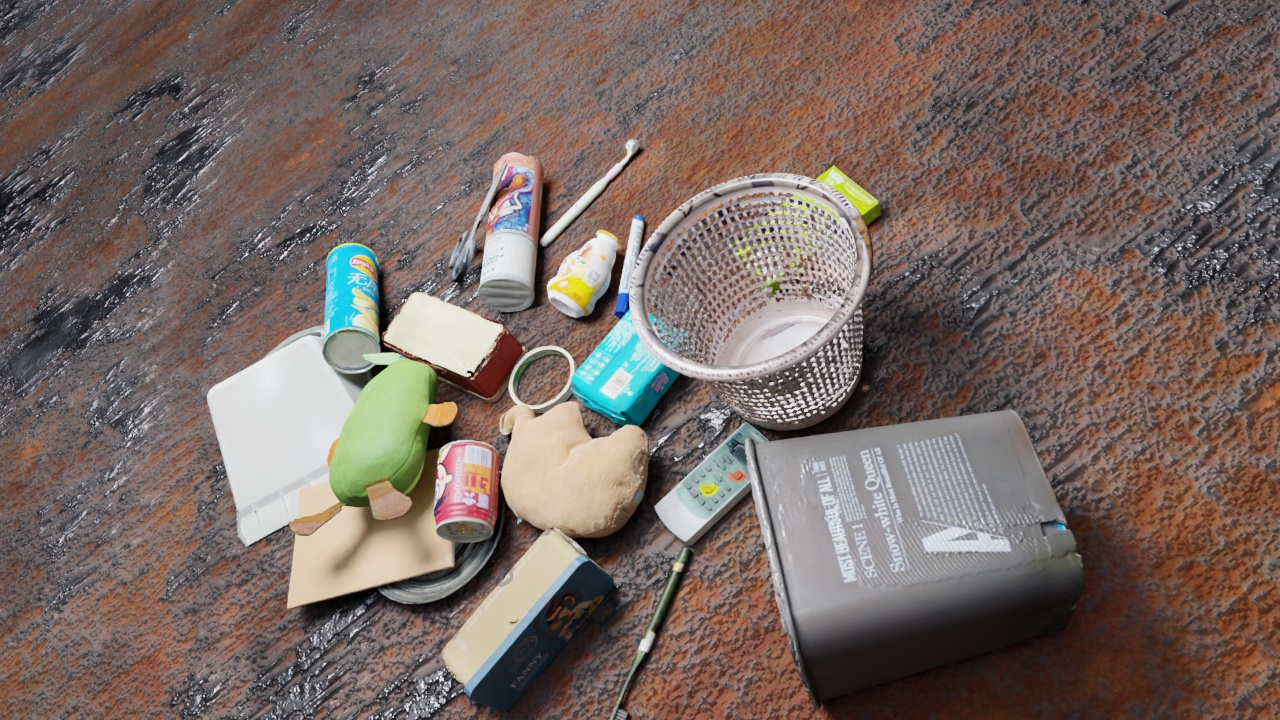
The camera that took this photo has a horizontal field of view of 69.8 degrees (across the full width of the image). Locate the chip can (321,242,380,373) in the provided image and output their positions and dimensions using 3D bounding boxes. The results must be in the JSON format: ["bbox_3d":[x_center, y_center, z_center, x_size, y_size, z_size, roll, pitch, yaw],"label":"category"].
[{"bbox_3d":[-0.377,-0.072,1.201,0.071,0.071,0.210,-29,40,5],"label":"chip can"}]

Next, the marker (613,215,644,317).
[{"bbox_3d":[-0.013,-0.117,1.127,0.017,0.017,0.145,-3,59,23],"label":"marker"}]

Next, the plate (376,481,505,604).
[{"bbox_3d":[-0.230,0.188,1.031,0.180,0.024,0.179,-11,56,16],"label":"plate"}]

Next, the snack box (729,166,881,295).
[{"bbox_3d":[0.187,-0.149,1.049,0.156,0.026,0.085,-37,52,-1],"label":"snack box"}]

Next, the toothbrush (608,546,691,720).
[{"bbox_3d":[0.012,0.265,0.880,0.017,0.012,0.185,16,68,25],"label":"toothbrush"}]

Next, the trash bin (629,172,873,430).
[{"bbox_3d":[0.127,-0.037,0.900,0.228,0.192,0.227,-12,56,18],"label":"trash bin"}]

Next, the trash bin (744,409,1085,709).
[{"bbox_3d":[0.216,0.153,0.751,0.220,0.199,0.198,-15,55,9],"label":"trash bin"}]

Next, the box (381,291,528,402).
[{"bbox_3d":[-0.232,-0.024,1.128,0.168,0.080,0.091,20,71,32],"label":"box"}]

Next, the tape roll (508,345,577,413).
[{"bbox_3d":[-0.115,0.022,1.087,0.086,0.014,0.085,-12,56,18],"label":"tape roll"}]

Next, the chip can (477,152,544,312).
[{"bbox_3d":[-0.166,-0.170,1.196,0.071,0.071,0.214,-11,56,18],"label":"chip can"}]

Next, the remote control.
[{"bbox_3d":[0.078,0.125,0.931,0.135,0.019,0.056,-42,53,-4],"label":"remote control"}]

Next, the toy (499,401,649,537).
[{"bbox_3d":[-0.094,0.112,0.986,0.226,0.082,0.143,19,65,36],"label":"toy"}]

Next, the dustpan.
[{"bbox_3d":[-0.440,0.073,1.207,0.223,0.142,0.257,-28,82,6],"label":"dustpan"}]

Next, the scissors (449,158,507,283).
[{"bbox_3d":[-0.215,-0.186,1.205,0.147,0.014,0.172,-4,71,62],"label":"scissors"}]

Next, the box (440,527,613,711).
[{"bbox_3d":[-0.113,0.257,0.895,0.061,0.090,0.184,32,79,35],"label":"box"}]

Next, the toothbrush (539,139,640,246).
[{"bbox_3d":[-0.068,-0.221,1.216,0.020,0.029,0.189,42,82,-4],"label":"toothbrush"}]

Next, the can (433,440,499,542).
[{"bbox_3d":[-0.186,0.141,0.984,0.067,0.066,0.093,-14,55,16],"label":"can"}]

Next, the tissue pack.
[{"bbox_3d":[-0.006,0.006,1.025,0.093,0.050,0.133,31,76,37],"label":"tissue pack"}]

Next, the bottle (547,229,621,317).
[{"bbox_3d":[-0.065,-0.107,1.115,0.063,0.063,0.108,22,71,33],"label":"bottle"}]

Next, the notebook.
[{"bbox_3d":[-0.302,0.188,1.040,0.212,0.012,0.149,-17,54,14],"label":"notebook"}]

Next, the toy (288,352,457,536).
[{"bbox_3d":[-0.288,0.090,1.031,0.227,0.090,0.246,-17,42,29],"label":"toy"}]
